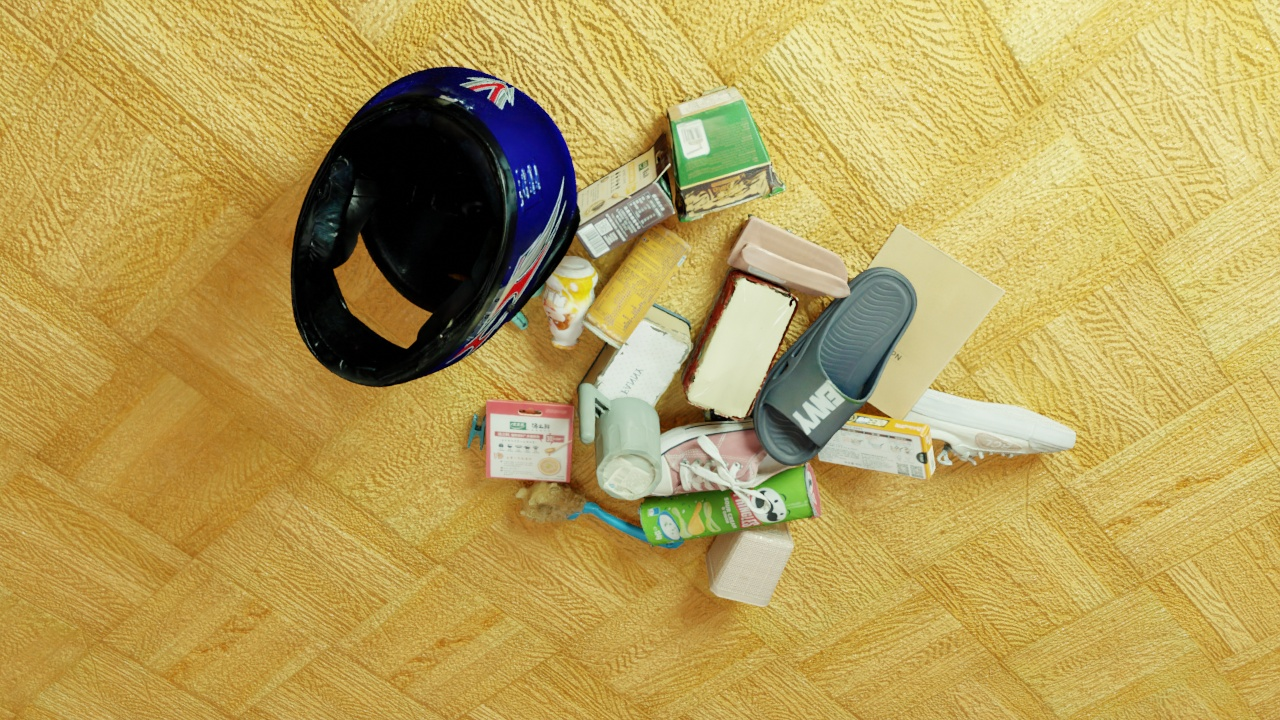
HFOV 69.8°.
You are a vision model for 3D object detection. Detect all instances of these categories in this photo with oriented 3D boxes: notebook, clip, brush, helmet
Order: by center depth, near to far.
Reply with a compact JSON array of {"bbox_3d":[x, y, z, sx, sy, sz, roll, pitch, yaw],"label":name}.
[{"bbox_3d":[-0.201,-0.139,0.942,0.247,0.240,0.316,32,108,1],"label":"helmet"},{"bbox_3d":[0.177,-0.113,1.068,0.145,0.073,0.063,21,117,-15],"label":"brush"},{"bbox_3d":[0.316,-0.041,1.118,0.148,0.008,0.208,34,117,6],"label":"notebook"},{"bbox_3d":[-0.217,0.095,1.218,0.043,0.014,0.057,9,120,-7],"label":"clip"},{"bbox_3d":[-0.052,0.221,1.279,0.254,0.045,0.083,23,133,-19],"label":"brush"}]

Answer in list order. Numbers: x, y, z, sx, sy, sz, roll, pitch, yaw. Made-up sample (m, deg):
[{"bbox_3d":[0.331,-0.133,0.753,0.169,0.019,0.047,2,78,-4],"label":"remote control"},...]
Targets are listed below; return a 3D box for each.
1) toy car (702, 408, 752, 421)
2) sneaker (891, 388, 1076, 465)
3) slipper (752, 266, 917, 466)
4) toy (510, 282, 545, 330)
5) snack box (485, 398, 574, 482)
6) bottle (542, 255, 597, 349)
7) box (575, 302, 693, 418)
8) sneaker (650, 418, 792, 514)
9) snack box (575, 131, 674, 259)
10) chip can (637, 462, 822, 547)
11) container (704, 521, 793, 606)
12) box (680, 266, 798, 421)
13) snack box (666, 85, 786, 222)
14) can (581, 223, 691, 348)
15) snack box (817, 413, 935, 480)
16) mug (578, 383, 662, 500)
[{"bbox_3d":[0.122,0.093,1.207,0.070,0.042,0.158,-8,123,4],"label":"toy car"},{"bbox_3d":[0.440,0.100,1.187,0.242,0.089,0.091,12,104,-4],"label":"sneaker"},{"bbox_3d":[0.228,0.007,1.078,0.110,0.083,0.268,35,97,0],"label":"slipper"},{"bbox_3d":[-0.155,-0.079,1.107,0.092,0.030,0.096,-30,124,21],"label":"toy"},{"bbox_3d":[-0.145,0.096,1.202,0.113,0.044,0.127,4,122,-3],"label":"snack box"},{"bbox_3d":[-0.086,-0.067,1.094,0.063,0.063,0.109,5,121,-5],"label":"bottle"},{"bbox_3d":[-0.007,0.007,1.145,0.089,0.059,0.185,27,115,-18],"label":"box"},{"bbox_3d":[0.106,0.132,1.155,0.241,0.087,0.118,-12,120,5],"label":"sneaker"},{"bbox_3d":[-0.012,-0.180,0.999,0.126,0.113,0.053,-27,119,15],"label":"snack box"},{"bbox_3d":[0.118,0.196,1.225,0.236,0.072,0.072,-14,120,18],"label":"chip can"},{"bbox_3d":[0.154,0.268,1.287,0.090,0.089,0.111,16,117,-11],"label":"container"},{"bbox_3d":[0.116,-0.019,1.097,0.091,0.080,0.168,20,106,-9],"label":"box"},{"bbox_3d":[0.079,-0.225,0.976,0.118,0.117,0.106,-17,115,6],"label":"snack box"},{"bbox_3d":[-0.005,-0.087,1.061,0.058,0.058,0.146,35,94,-20],"label":"can"},{"bbox_3d":[0.297,0.106,1.180,0.154,0.026,0.075,8,129,36],"label":"snack box"},{"bbox_3d":[-0.029,0.095,1.104,0.084,0.103,0.124,-40,117,20],"label":"mug"}]
